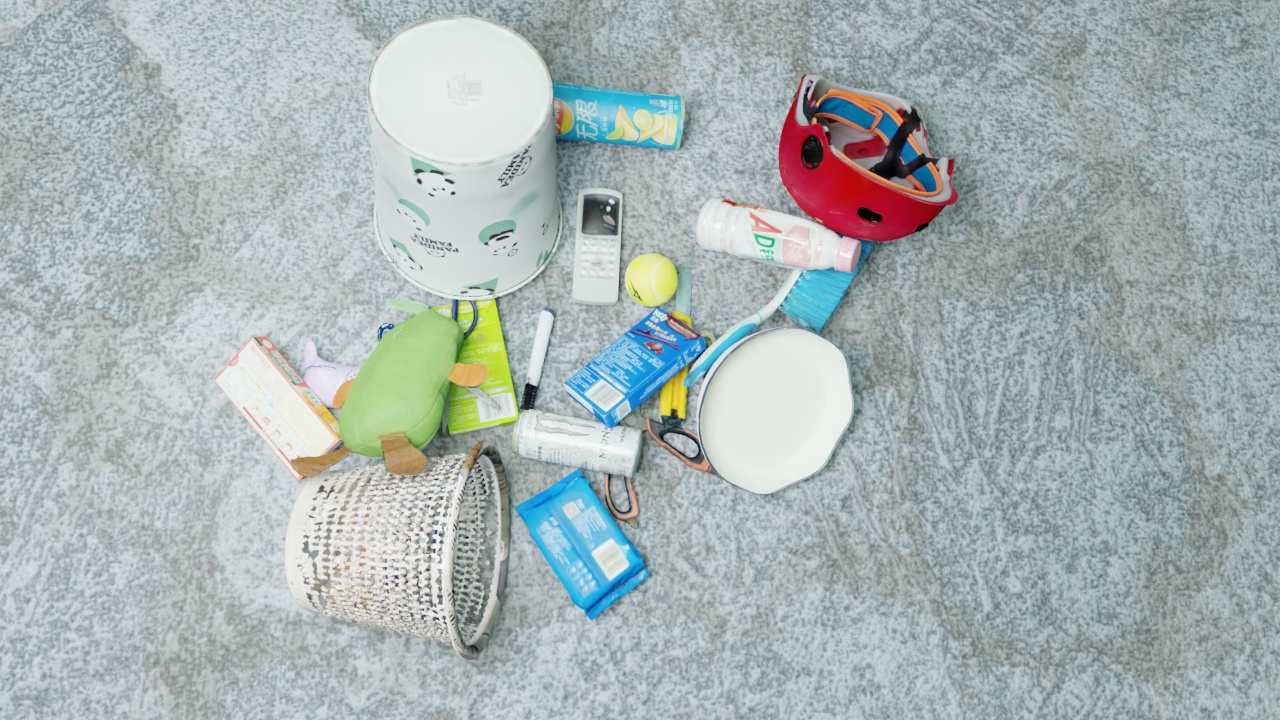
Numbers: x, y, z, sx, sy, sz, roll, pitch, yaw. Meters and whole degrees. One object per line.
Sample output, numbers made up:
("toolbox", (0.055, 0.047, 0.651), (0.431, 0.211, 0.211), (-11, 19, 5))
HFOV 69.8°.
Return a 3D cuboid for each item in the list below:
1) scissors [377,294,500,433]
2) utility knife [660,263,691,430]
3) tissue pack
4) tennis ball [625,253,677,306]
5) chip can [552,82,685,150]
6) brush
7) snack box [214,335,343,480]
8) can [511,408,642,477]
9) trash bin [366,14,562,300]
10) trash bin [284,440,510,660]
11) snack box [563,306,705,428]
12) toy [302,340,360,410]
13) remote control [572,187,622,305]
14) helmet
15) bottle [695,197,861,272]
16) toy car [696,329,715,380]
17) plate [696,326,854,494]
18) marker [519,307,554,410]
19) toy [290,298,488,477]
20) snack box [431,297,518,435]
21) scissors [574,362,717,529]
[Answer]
("scissors", (-0.232, -0.003, 1.082), (0.176, 0.012, 0.162), (24, 78, -1))
("utility knife", (0.046, -0.020, 1.137), (0.033, 0.015, 0.219), (9, 72, -11))
("tissue pack", (-0.068, 0.212, 1.068), (0.095, 0.052, 0.157), (-34, 85, -14))
("tennis ball", (0.013, -0.099, 1.129), (0.065, 0.065, 0.065), (1, 79, -7))
("chip can", (-0.053, -0.309, 1.158), (0.210, 0.071, 0.071), (4, 79, -6))
("brush", (0.176, -0.060, 1.129), (0.109, 0.061, 0.313), (33, 66, 6))
("snack box", (-0.413, 0.054, 1.053), (0.077, 0.027, 0.156), (-42, 86, 17))
("can", (-0.073, 0.096, 1.076), (0.147, 0.058, 0.058), (10, 78, 5))
("trash bin", (-0.195, -0.222, 1.016), (0.229, 0.252, 0.229), (3, 69, -7))
("trash bin", (-0.258, 0.197, 0.980), (0.192, 0.227, 0.227), (1, 79, 6))
("snack box", (-0.006, 0.006, 1.094), (0.157, 0.026, 0.084), (-39, 48, -17))
("toy", (-0.349, 0.029, 1.074), (0.108, 0.039, 0.084), (16, 97, -3))
("remote control", (-0.054, -0.144, 1.152), (0.058, 0.021, 0.150), (3, 80, -6))
("helmet", (0.265, -0.224, 1.124), (0.206, 0.144, 0.239), (4, 49, -26))
("bottle", (0.168, -0.147, 1.119), (0.197, 0.068, 0.068), (18, 76, 23))
("toy car", (0.090, 0.005, 1.131), (0.035, 0.042, 0.090), (-18, 83, -19))
("plate", (0.155, 0.055, 1.088), (0.204, 0.045, 0.205), (-6, 107, -19))
("marker", (-0.126, -0.001, 1.118), (0.018, 0.023, 0.130), (16, 75, -18))
("toy", (-0.257, 0.033, 0.986), (0.227, 0.090, 0.246), (-6, 44, 26))
("snack box", (-0.202, 0.006, 1.104), (0.085, 0.026, 0.156), (-12, 81, -9))
("scissors", (-0.006, 0.092, 1.118), (0.226, 0.015, 0.188), (35, 78, 2))
